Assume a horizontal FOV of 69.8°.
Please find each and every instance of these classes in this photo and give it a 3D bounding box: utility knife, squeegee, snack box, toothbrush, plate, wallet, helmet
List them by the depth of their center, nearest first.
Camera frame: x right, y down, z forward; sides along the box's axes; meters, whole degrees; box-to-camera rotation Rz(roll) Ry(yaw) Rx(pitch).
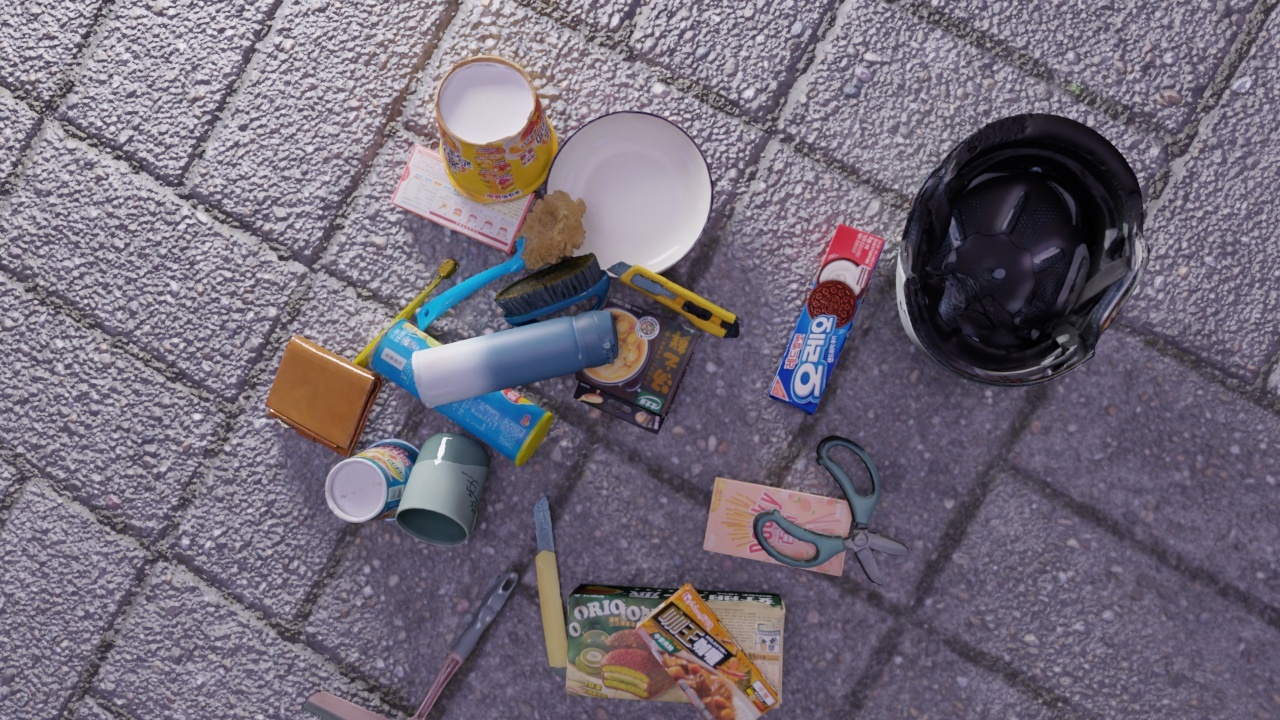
[{"bbox_3d":[0.374,-0.097,0.947,0.230,0.157,0.273,19,81,8],"label":"helmet"},{"bbox_3d":[0.070,0.321,0.976,0.075,0.026,0.153,-39,87,3],"label":"snack box"},{"bbox_3d":[0.206,-0.043,1.014,0.058,0.057,0.207,22,92,9],"label":"snack box"},{"bbox_3d":[0.039,0.317,1.026,0.240,0.063,0.114,1,89,7],"label":"snack box"},{"bbox_3d":[0.040,-0.067,1.029,0.170,0.015,0.033,26,111,-11],"label":"utility knife"},{"bbox_3d":[0.154,0.186,1.032,0.157,0.026,0.084,10,90,6],"label":"snack box"},{"bbox_3d":[-0.006,0.006,1.044,0.113,0.053,0.125,23,87,6],"label":"snack box"},{"bbox_3d":[-0.013,-0.186,1.048,0.192,0.039,0.192,0,89,7],"label":"plate"},{"bbox_3d":[-0.104,0.264,1.064,0.031,0.022,0.212,-7,95,5],"label":"utility knife"},{"bbox_3d":[-0.213,0.349,1.066,0.247,0.040,0.249,33,88,-10],"label":"squeegee"},{"bbox_3d":[-0.206,-0.188,1.076,0.156,0.027,0.077,24,92,6],"label":"snack box"},{"bbox_3d":[-0.375,0.043,1.080,0.132,0.031,0.108,24,94,21],"label":"wallet"},{"bbox_3d":[-0.284,-0.050,1.088,0.015,0.016,0.190,45,94,6],"label":"toothbrush"}]

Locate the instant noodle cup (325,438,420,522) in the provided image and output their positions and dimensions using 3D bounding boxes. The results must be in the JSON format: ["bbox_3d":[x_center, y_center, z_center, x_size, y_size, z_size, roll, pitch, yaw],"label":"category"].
[{"bbox_3d":[-0.301,0.142,1.042,0.099,0.110,0.099,0,89,5],"label":"instant noodle cup"}]

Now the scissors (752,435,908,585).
[{"bbox_3d":[0.215,0.159,1.004,0.170,0.019,0.181,12,89,7],"label":"scissors"}]

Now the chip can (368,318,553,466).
[{"bbox_3d":[-0.205,0.036,1.052,0.210,0.071,0.071,32,93,6],"label":"chip can"}]

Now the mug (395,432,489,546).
[{"bbox_3d":[-0.214,0.151,1.038,0.082,0.112,0.106,-6,48,19],"label":"mug"}]

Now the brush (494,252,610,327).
[{"bbox_3d":[-0.094,-0.068,1.036,0.144,0.055,0.073,-16,118,29],"label":"brush"}]

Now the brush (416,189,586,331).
[{"bbox_3d":[-0.162,-0.104,1.036,0.255,0.046,0.083,-30,60,22],"label":"brush"}]

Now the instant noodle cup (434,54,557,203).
[{"bbox_3d":[-0.163,-0.260,1.015,0.138,0.110,0.138,0,76,-1],"label":"instant noodle cup"}]

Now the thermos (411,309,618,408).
[{"bbox_3d":[-0.132,-0.004,0.990,0.220,0.070,0.070,-14,88,-3],"label":"thermos"}]
